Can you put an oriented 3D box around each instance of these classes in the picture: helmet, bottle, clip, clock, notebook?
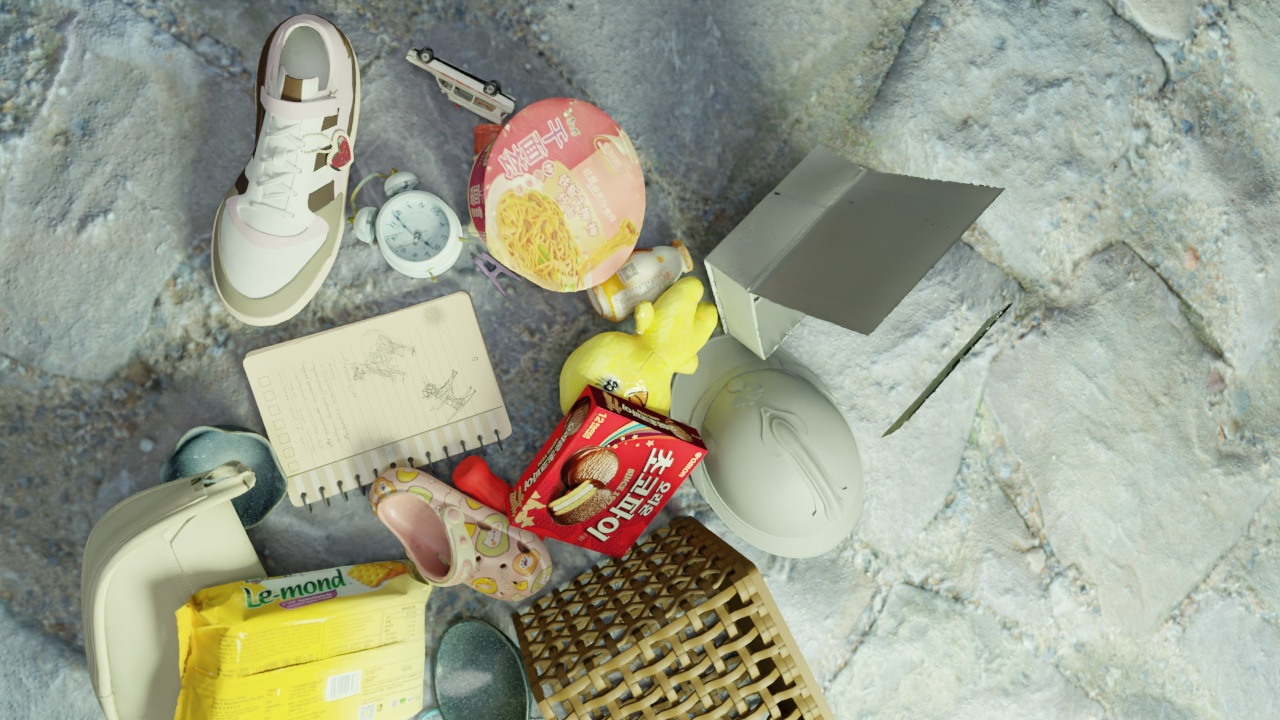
[{"bbox_3d":[0.150,0.094,0.950,0.183,0.118,0.271,-37,98,-8],"label":"helmet"},{"bbox_3d":[-0.147,-0.177,0.910,0.044,0.044,0.109,4,93,-13],"label":"bottle"},{"bbox_3d":[-0.001,-0.085,0.937,0.108,0.063,0.063,-28,98,-12],"label":"bottle"},{"bbox_3d":[-0.145,-0.090,0.930,0.032,0.013,0.051,-45,98,-9],"label":"clip"},{"bbox_3d":[-0.226,-0.132,0.888,0.117,0.057,0.083,39,84,-4],"label":"clock"},{"bbox_3d":[-0.138,0.145,0.924,0.036,0.036,0.119,-44,117,-7],"label":"bottle"},{"bbox_3d":[-0.254,0.040,0.907,0.225,0.024,0.167,-18,95,-11],"label":"notebook"}]

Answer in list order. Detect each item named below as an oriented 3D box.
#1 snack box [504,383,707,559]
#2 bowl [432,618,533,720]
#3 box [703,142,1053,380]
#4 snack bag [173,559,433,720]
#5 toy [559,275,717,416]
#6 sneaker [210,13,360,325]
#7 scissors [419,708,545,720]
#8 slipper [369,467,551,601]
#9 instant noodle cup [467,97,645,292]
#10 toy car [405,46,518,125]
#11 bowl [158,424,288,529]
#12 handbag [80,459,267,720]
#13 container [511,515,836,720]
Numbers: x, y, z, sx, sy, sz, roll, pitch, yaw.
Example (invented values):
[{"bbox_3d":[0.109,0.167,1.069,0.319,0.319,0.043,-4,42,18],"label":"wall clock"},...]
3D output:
[{"bbox_3d":[-0.034,0.112,0.890,0.132,0.035,0.152,24,113,-31],"label":"snack box"},{"bbox_3d":[-0.142,0.321,0.918,0.057,0.137,0.137,-1,94,-52],"label":"bowl"},{"bbox_3d":[0.187,-0.085,0.833,0.167,0.330,0.165,-46,115,-9],"label":"box"},{"bbox_3d":[-0.298,0.276,0.835,0.246,0.068,0.159,1,98,-45],"label":"snack bag"},{"bbox_3d":[-0.005,0.005,0.917,0.207,0.092,0.134,-40,132,-1],"label":"toy"},{"bbox_3d":[-0.321,-0.174,0.833,0.111,0.116,0.294,16,89,-13],"label":"sneaker"},{"bbox_3d":[-0.173,0.387,0.950,0.129,0.015,0.135,32,80,-13],"label":"scissors"},{"bbox_3d":[-0.181,0.184,0.886,0.197,0.081,0.093,35,124,-13],"label":"slipper"},{"bbox_3d":[-0.088,-0.157,0.882,0.178,0.078,0.179,-6,100,-36],"label":"instant noodle cup"},{"bbox_3d":[-0.177,-0.270,0.903,0.113,0.039,0.039,24,109,-12],"label":"toy car"},{"bbox_3d":[-0.384,0.101,0.858,0.110,0.055,0.110,-4,113,-9],"label":"bowl"},{"bbox_3d":[-0.418,0.212,0.839,0.183,0.132,0.229,-24,124,-27],"label":"handbag"},{"bbox_3d":[0.038,0.326,0.884,0.214,0.220,0.251,-29,98,-10],"label":"container"}]
